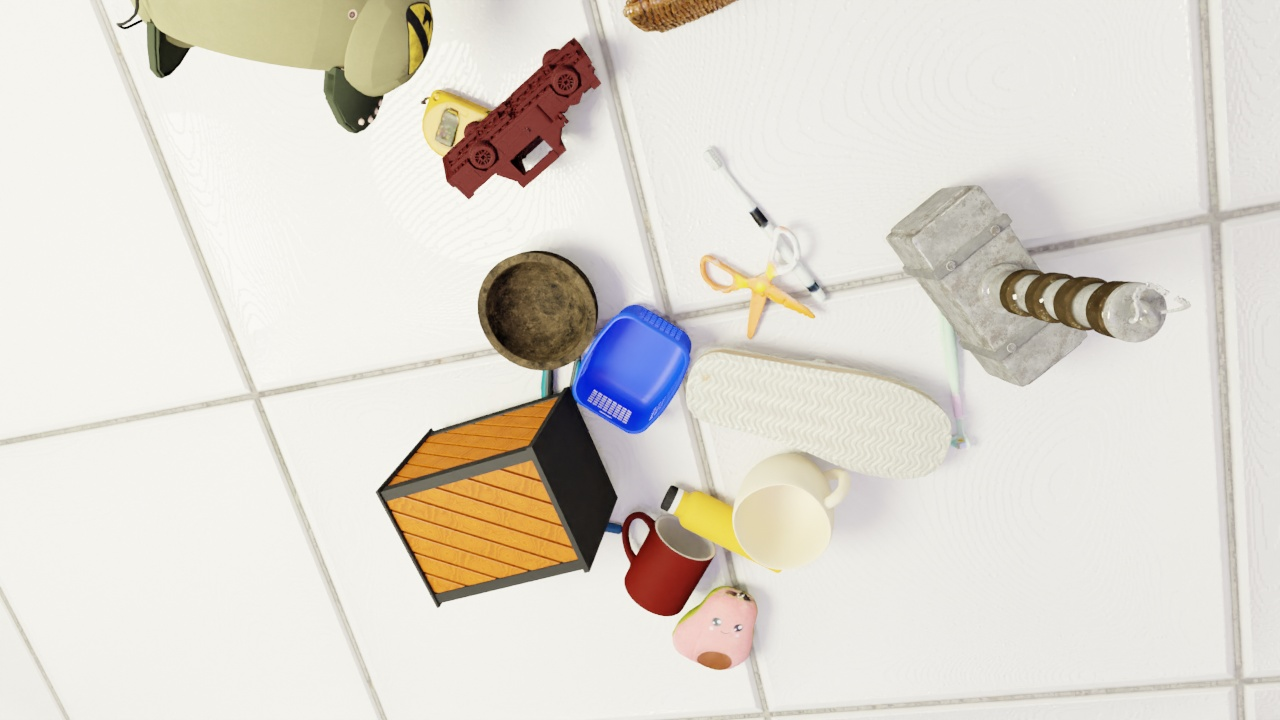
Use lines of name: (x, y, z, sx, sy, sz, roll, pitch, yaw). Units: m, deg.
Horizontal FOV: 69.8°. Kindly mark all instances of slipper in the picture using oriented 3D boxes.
slipper: (0.175, 0.049, 0.916, 0.263, 0.052, 0.115, 15, 114, 1)

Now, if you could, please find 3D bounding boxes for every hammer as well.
hammer: (0.314, -0.049, 0.706, 0.079, 0.326, 0.177, -39, 99, 3)

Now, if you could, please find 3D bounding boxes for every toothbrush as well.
toothbrush: (0.119, -0.128, 0.879, 0.012, 0.017, 0.187, -33, 101, 34)
toothbrush: (-0.102, 0.174, 1.038, 0.168, 0.014, 0.014, 12, 109, 6)
toothbrush: (0.305, 0.017, 0.897, 0.022, 0.015, 0.155, 6, 116, 46)

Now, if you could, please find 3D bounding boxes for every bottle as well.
bottle: (0.091, 0.177, 0.984, 0.143, 0.043, 0.043, 26, 113, 1)

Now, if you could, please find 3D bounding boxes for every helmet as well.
helmet: (-0.280, -0.329, 0.743, 0.250, 0.255, 0.233, 16, 116, 3)

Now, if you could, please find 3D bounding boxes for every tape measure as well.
tape measure: (-0.183, -0.227, 0.896, 0.068, 0.030, 0.059, 24, 111, 2)

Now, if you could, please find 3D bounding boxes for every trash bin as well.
trash bin: (-0.140, 0.139, 0.945, 0.172, 0.139, 0.140, -17, 108, 17)

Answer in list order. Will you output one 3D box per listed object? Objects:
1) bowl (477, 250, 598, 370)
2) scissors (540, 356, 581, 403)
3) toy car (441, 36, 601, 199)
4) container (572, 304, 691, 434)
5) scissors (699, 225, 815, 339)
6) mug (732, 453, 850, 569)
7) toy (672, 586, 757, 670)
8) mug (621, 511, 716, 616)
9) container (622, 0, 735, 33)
bowl: (-0.098, -0.056, 0.928, 0.121, 0.056, 0.121, 4, 111, 10)
scissors: (-0.084, 0.058, 0.988, 0.146, 0.019, 0.133, -31, 101, 19)
toy car: (-0.105, -0.217, 0.855, 0.170, 0.070, 0.062, -39, 127, 12)
container: (-0.006, 0.005, 0.931, 0.096, 0.058, 0.114, 31, 113, -1)
scissors: (0.118, -0.078, 0.893, 0.125, 0.011, 0.131, 31, 125, 3)
mug: (0.157, 0.140, 0.926, 0.120, 0.099, 0.096, -28, 101, 21)
toy: (0.087, 0.296, 1.025, 0.090, 0.051, 0.110, 20, 112, 2)
mug: (0.019, 0.214, 1.003, 0.106, 0.073, 0.083, 36, 115, 22)
container: (0.079, -0.395, 0.714, 0.250, 0.162, 0.183, -21, 101, 17)
